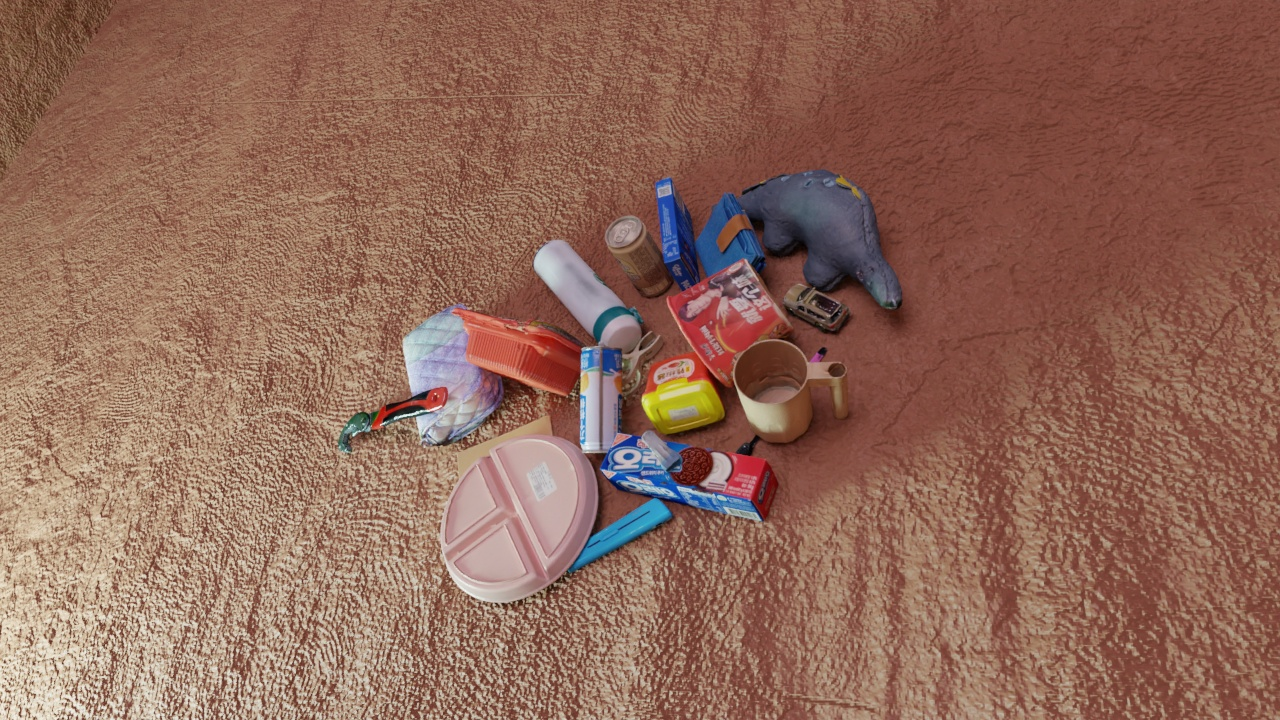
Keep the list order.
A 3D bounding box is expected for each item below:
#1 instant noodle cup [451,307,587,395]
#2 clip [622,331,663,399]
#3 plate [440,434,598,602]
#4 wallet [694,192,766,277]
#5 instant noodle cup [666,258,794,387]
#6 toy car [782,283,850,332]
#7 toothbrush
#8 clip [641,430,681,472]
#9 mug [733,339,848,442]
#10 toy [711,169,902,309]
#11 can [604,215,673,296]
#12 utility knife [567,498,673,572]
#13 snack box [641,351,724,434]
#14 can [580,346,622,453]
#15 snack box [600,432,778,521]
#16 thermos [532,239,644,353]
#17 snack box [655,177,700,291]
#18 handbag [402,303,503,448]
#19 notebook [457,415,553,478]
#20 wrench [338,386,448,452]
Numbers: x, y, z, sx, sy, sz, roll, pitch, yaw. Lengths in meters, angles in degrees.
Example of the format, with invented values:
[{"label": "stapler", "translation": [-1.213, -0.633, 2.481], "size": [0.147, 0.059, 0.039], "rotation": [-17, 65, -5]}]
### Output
[{"label": "instant noodle cup", "translation": [-0.156, -0.011, 1.239], "size": [0.189, 0.164, 0.079], "rotation": [15, 83, 35]}, {"label": "clip", "translation": [-0.005, 0.011, 1.220], "size": [0.103, 0.035, 0.092], "rotation": [-29, 45, -3]}, {"label": "plate", "translation": [-0.160, 0.192, 1.163], "size": [0.230, 0.028, 0.229], "rotation": [-16, 51, 20]}, {"label": "wallet", "translation": [0.118, -0.146, 1.230], "size": [0.107, 0.040, 0.133], "rotation": [-58, 38, 39]}, {"label": "instant noodle cup", "translation": [0.114, -0.052, 1.124], "size": [0.109, 0.138, 0.137], "rotation": [-35, 49, 12]}, {"label": "toy car", "translation": [0.219, -0.070, 1.157], "size": [0.042, 0.035, 0.090], "rotation": [-48, 48, -11]}, {"label": "toothbrush", "translation": [0.169, 0.053, 1.110], "size": [0.014, 0.018, 0.189], "rotation": [32, 75, 29]}, {"label": "clip", "translation": [0.024, 0.105, 1.074], "size": [0.025, 0.031, 0.057], "rotation": [-39, 50, -5]}, {"label": "mug", "translation": [0.174, 0.037, 1.049], "size": [0.125, 0.103, 0.084], "rotation": [-2, 59, 14]}, {"label": "toy", "translation": [0.229, -0.175, 1.187], "size": [0.138, 0.091, 0.356], "rotation": [-56, 44, 7]}, {"label": "can", "translation": [-0.001, -0.143, 1.268], "size": [0.059, 0.116, 0.058], "rotation": [-14, 53, 18]}, {"label": "utility knife", "translation": [-0.052, 0.224, 1.107], "size": [0.199, 0.018, 0.034], "rotation": [-31, 50, 7]}, {"label": "snack box", "translation": [0.054, 0.039, 1.144], "size": [0.091, 0.082, 0.080], "rotation": [-16, 39, 16]}, {"label": "can", "translation": [-0.050, 0.051, 1.169], "size": [0.053, 0.053, 0.134], "rotation": [-3, 83, 26]}, {"label": "snack box", "translation": [0.054, 0.136, 1.086], "size": [0.208, 0.057, 0.058], "rotation": [7, 59, 32]}, {"label": "thermos", "translation": [-0.073, -0.091, 1.304], "size": [0.073, 0.073, 0.224], "rotation": [-40, 49, -3]}, {"label": "snack box", "translation": [0.053, -0.172, 1.281], "size": [0.026, 0.084, 0.156], "rotation": [-17, 52, 16]}, {"label": "handbag", "translation": [-0.274, 0.020, 1.328], "size": [0.134, 0.075, 0.193], "rotation": [-32, 48, 12]}, {"label": "notebook", "translation": [-0.170, 0.181, 1.205], "size": [0.148, 0.008, 0.207], "rotation": [-23, 50, 12]}, {"label": "wrench", "translation": [-0.355, 0.080, 1.307], "size": [0.274, 0.016, 0.056], "rotation": [-21, 58, 40]}]
